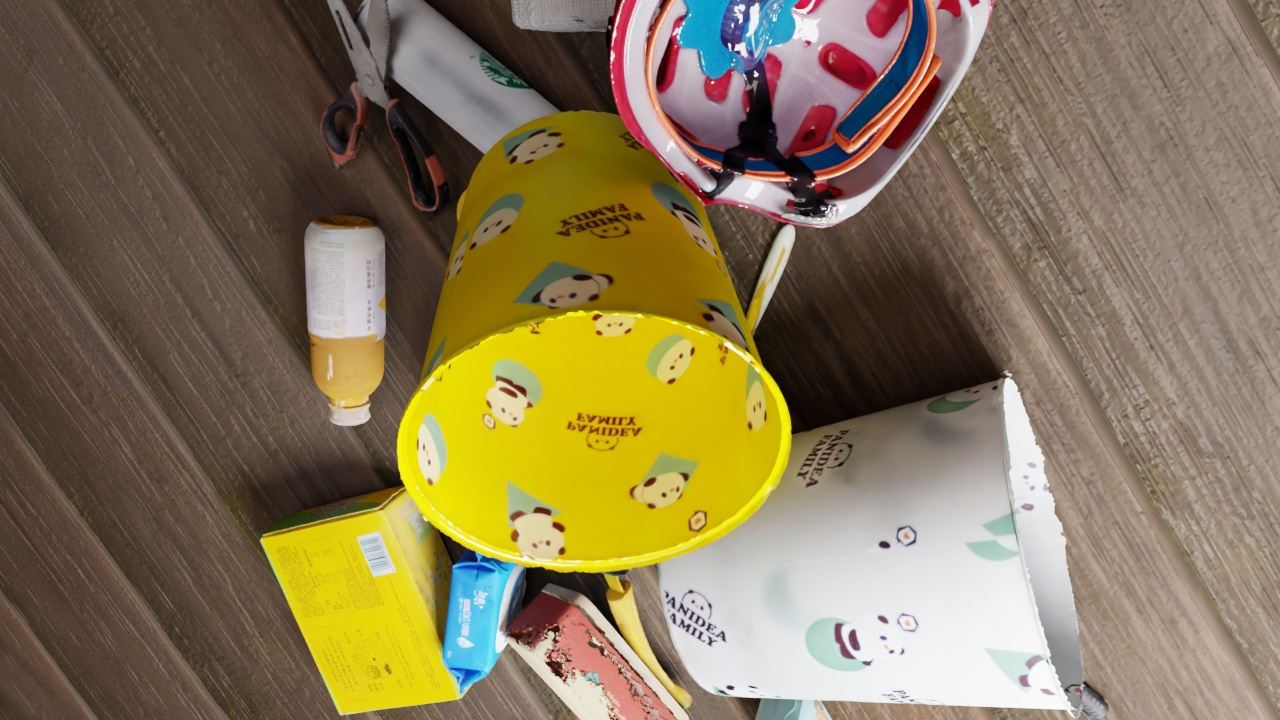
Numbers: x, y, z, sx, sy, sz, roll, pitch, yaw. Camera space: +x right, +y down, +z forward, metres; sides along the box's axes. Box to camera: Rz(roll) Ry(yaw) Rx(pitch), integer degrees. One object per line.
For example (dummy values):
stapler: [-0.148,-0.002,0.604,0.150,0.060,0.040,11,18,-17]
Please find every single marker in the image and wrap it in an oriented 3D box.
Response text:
marker: [0.329,0.246,0.754,0.130,0.018,0.023,41,101,2]

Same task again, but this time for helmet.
helmet: [0.081,-0.213,0.597,0.239,0.143,0.207,14,122,-26]

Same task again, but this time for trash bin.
trash bin: [-0.035,-0.027,0.626,0.229,0.254,0.230,-3,134,-3]
trash bin: [0.165,0.145,0.673,0.252,0.229,0.229,-14,102,27]

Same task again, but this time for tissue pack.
tissue pack: [-0.141,0.226,0.860,0.052,0.094,0.157,14,111,9]

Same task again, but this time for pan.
pan: [-0.044,0.174,0.795,0.357,0.078,0.198,50,153,-25]

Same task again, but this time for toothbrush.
toothbrush: [0.086,-0.022,0.747,0.016,0.018,0.192,23,113,8]

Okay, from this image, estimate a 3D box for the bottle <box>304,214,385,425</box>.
bottle: [-0.266,-0.034,0.832,0.068,0.067,0.190,10,110,15]

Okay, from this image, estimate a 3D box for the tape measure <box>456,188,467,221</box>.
tape measure: [-0.125,-0.124,0.778,0.057,0.028,0.060,17,111,11]

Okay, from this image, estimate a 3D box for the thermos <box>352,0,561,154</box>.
thermos: [-0.123,-0.208,0.731,0.224,0.073,0.073,39,114,3]

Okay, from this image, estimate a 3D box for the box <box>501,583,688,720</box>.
box: [-0.045,0.290,0.822,0.168,0.080,0.091,52,154,-16]

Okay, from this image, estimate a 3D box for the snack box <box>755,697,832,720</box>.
snack box: [0.164,0.380,0.820,0.052,0.074,0.175,-28,97,23]

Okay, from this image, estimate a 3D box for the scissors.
scissors: [-0.214,-0.207,0.742,0.189,0.015,0.227,46,142,-12]

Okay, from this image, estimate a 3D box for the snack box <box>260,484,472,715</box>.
snack box: [-0.263,0.239,0.917,0.158,0.069,0.210,-16,102,22]

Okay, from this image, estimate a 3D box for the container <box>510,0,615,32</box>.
container: [-0.031,-0.285,0.666,0.114,0.090,0.090,3,107,21]
